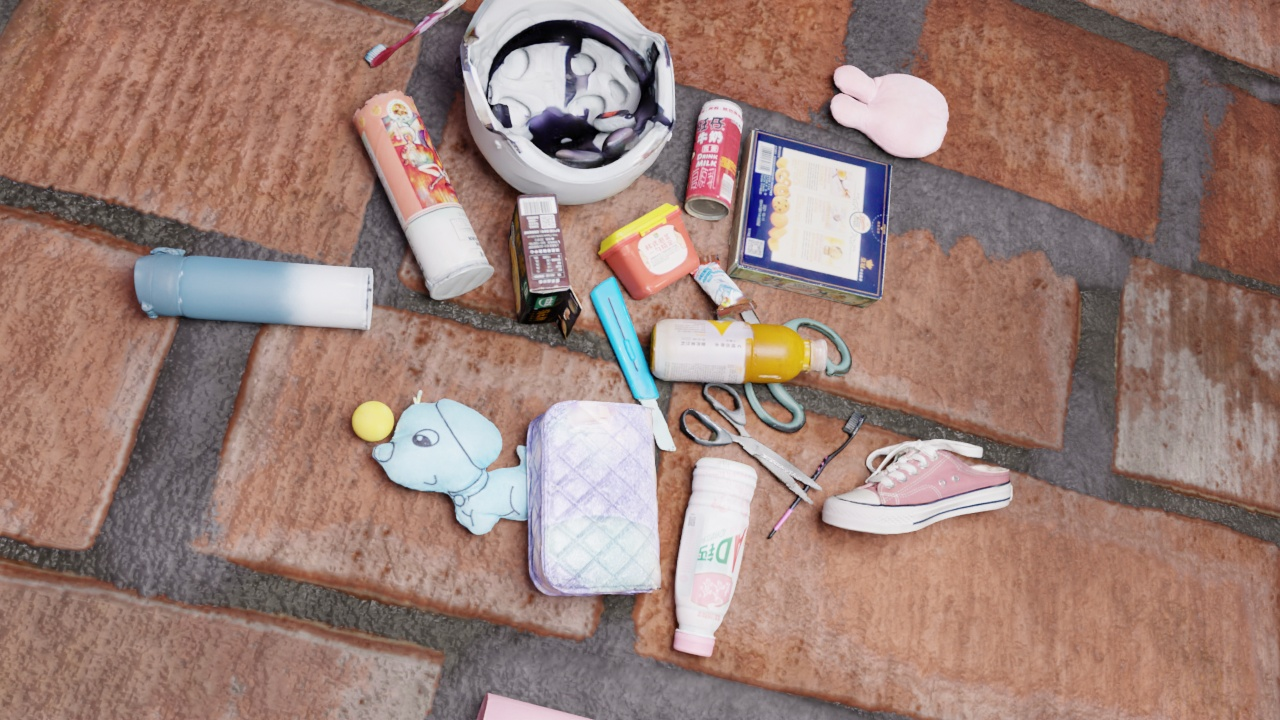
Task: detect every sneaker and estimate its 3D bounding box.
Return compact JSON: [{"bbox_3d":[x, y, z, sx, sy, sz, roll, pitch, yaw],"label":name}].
[{"bbox_3d":[0.303,0.130,1.003,0.240,0.118,0.088,-7,95,-21],"label":"sneaker"}]

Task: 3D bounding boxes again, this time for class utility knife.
[{"bbox_3d":[-0.006,0.006,1.007,0.034,0.018,0.204,-20,82,-18],"label":"utility knife"}]

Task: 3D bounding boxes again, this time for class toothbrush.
[{"bbox_3d":[0.196,0.126,1.026,0.018,0.014,0.188,39,70,9],"label":"toothbrush"},{"bbox_3d":[-0.243,-0.395,1.058,0.017,0.016,0.187,41,70,10],"label":"toothbrush"}]

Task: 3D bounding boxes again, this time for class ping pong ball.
[{"bbox_3d":[-0.267,0.061,0.916,0.040,0.040,0.040,4,75,-13],"label":"ping pong ball"}]

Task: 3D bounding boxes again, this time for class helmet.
[{"bbox_3d":[-0.084,-0.275,0.995,0.228,0.146,0.258,-12,68,-18],"label":"helmet"}]

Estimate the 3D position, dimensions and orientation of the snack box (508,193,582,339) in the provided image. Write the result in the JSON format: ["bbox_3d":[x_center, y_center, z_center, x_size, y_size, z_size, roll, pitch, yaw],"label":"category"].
[{"bbox_3d":[-0.103,-0.094,0.958,0.053,0.113,0.125,-5,76,-14],"label":"snack box"}]

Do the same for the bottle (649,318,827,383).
[{"bbox_3d":[0.106,-0.009,0.996,0.189,0.068,0.068,2,75,-2],"label":"bottle"}]

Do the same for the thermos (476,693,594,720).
[{"bbox_3d":[-0.057,0.363,0.866,0.198,0.067,0.087,17,107,-7],"label":"thermos"}]

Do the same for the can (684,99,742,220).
[{"bbox_3d":[0.087,-0.235,1.074,0.053,0.053,0.132,12,73,-10],"label":"can"}]

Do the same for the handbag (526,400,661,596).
[{"bbox_3d":[-0.046,0.139,0.930,0.134,0.076,0.193,5,75,-23],"label":"handbag"}]

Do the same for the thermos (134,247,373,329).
[{"bbox_3d":[-0.379,-0.070,0.911,0.220,0.070,0.070,4,74,-13],"label":"thermos"}]

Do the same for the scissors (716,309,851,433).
[{"bbox_3d":[0.153,0.008,1.045,0.175,0.019,0.175,22,72,-9],"label":"scissors"}]

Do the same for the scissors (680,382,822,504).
[{"bbox_3d":[0.118,0.099,1.010,0.150,0.014,0.170,-11,76,-15],"label":"scissors"}]

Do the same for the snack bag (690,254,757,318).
[{"bbox_3d":[0.088,-0.084,1.030,0.048,0.026,0.104,-15,41,-14],"label":"snack bag"}]

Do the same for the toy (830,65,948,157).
[{"bbox_3d":[0.311,-0.316,1.150,0.159,0.054,0.121,17,65,-9],"label":"toy"}]

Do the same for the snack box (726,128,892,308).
[{"bbox_3d":[0.202,-0.167,1.089,0.182,0.046,0.177,12,73,-10],"label":"snack box"}]

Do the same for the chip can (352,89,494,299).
[{"bbox_3d":[-0.232,-0.175,0.972,0.071,0.071,0.214,-24,81,-18],"label":"chip can"}]

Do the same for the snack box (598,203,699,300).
[{"bbox_3d":[0.013,-0.118,1.013,0.091,0.082,0.080,-32,94,-19],"label":"snack box"}]

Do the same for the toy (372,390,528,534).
[{"bbox_3d":[-0.181,0.100,0.922,0.161,0.050,0.156,-15,79,-25],"label":"toy"}]

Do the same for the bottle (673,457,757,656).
[{"bbox_3d":[0.071,0.202,0.949,0.068,0.068,0.196,15,76,-9],"label":"bottle"}]
